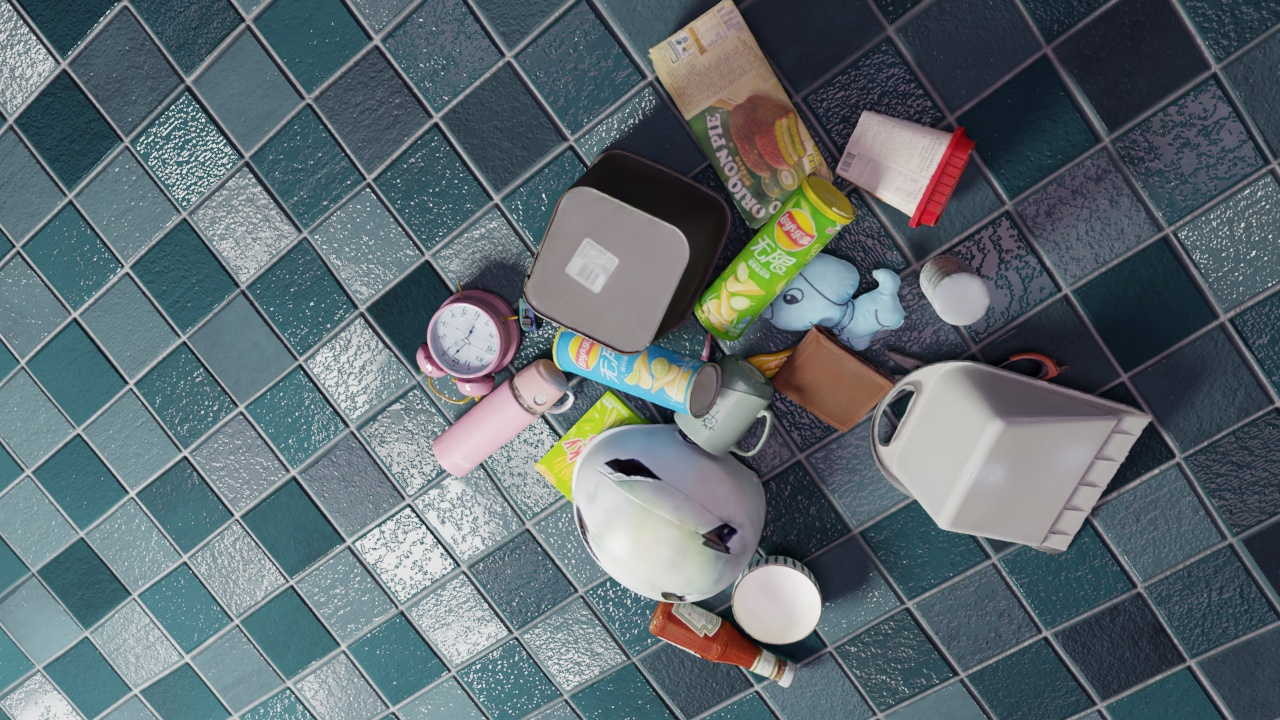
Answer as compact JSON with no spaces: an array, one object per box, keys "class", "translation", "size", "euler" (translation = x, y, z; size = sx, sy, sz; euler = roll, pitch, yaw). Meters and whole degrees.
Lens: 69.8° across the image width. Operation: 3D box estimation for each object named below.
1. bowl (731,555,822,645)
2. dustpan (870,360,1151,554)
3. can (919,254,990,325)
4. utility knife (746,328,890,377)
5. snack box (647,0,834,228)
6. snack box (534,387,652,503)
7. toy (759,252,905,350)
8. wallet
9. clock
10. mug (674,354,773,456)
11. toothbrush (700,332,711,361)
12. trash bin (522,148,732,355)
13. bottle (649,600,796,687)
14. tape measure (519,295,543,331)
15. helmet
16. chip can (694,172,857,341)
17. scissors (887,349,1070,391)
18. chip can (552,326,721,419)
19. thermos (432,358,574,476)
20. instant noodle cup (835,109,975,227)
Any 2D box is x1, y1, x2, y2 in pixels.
[{"class":"bowl","translation":[0.181,0.308,1.215],"size":[0.116,0.066,0.116],"euler":[2,105,9]},{"class":"dustpan","translation":[0.427,0.105,1.124],"size":[0.257,0.142,0.223],"euler":[5,121,-20]},{"class":"can","translation":[0.353,-0.082,1.037],"size":[0.058,0.146,0.058],"euler":[3,105,10]},{"class":"utility knife","translation":[0.211,-0.011,1.151],"size":[0.218,0.015,0.033],"euler":[-19,101,15]},{"class":"snack box","translation":[0.119,-0.285,1.070],"size":[0.115,0.063,0.240],"euler":[-30,98,17]},{"class":"snack box","translation":[-0.061,0.118,1.230],"size":[0.086,0.026,0.157],"euler":[44,108,-3]},{"class":"toy","translation":[0.228,-0.077,1.111],"size":[0.162,0.049,0.156],"euler":[-35,95,19]},{"class":"wallet","translation":[0.236,0.023,1.128],"size":[0.124,0.032,0.101],"euler":[33,128,-5]},{"class":"clock","translation":[-0.230,-0.016,1.208],"size":[0.117,0.059,0.159],"euler":[28,110,3]},{"class":"mug","translation":[0.116,0.062,1.132],"size":[0.112,0.082,0.106],"euler":[44,106,17]},{"class":"toothbrush","translation":[0.079,0.004,1.180],"size":[0.017,0.016,0.188],"euler":[11,106,15]},{"class":"trash bin","translation":[-0.020,-0.122,1.059],"size":[0.198,0.219,0.199],"euler":[26,109,3]},{"class":"bottle","translation":[0.114,0.387,1.254],"size":[0.206,0.059,0.060],"euler":[25,108,3]},{"class":"tape measure","translation":[-0.141,-0.065,1.181],"size":[0.025,0.058,0.054],"euler":[5,109,9]},{"class":"helmet","translation":[0.028,0.207,1.159],"size":[0.258,0.145,0.229],"euler":[31,110,-6]},{"class":"chip can","translation":[0.150,-0.113,1.068],"size":[0.072,0.072,0.222],"euler":[40,122,-2]},{"class":"scissors","translation":[0.408,0.026,1.110],"size":[0.214,0.015,0.197],"euler":[-32,100,18]},{"class":"chip can","translation":[-0.007,0.007,1.122],"size":[0.210,0.071,0.071],"euler":[19,109,33]},{"class":"thermos","translation":[-0.179,0.079,1.227],"size":[0.199,0.067,0.087],"euler":[-37,127,16]},{"class":"instant noodle cup","translation":[0.297,-0.222,1.035],"size":[0.124,0.116,0.117],"euler":[28,108,14]}]
